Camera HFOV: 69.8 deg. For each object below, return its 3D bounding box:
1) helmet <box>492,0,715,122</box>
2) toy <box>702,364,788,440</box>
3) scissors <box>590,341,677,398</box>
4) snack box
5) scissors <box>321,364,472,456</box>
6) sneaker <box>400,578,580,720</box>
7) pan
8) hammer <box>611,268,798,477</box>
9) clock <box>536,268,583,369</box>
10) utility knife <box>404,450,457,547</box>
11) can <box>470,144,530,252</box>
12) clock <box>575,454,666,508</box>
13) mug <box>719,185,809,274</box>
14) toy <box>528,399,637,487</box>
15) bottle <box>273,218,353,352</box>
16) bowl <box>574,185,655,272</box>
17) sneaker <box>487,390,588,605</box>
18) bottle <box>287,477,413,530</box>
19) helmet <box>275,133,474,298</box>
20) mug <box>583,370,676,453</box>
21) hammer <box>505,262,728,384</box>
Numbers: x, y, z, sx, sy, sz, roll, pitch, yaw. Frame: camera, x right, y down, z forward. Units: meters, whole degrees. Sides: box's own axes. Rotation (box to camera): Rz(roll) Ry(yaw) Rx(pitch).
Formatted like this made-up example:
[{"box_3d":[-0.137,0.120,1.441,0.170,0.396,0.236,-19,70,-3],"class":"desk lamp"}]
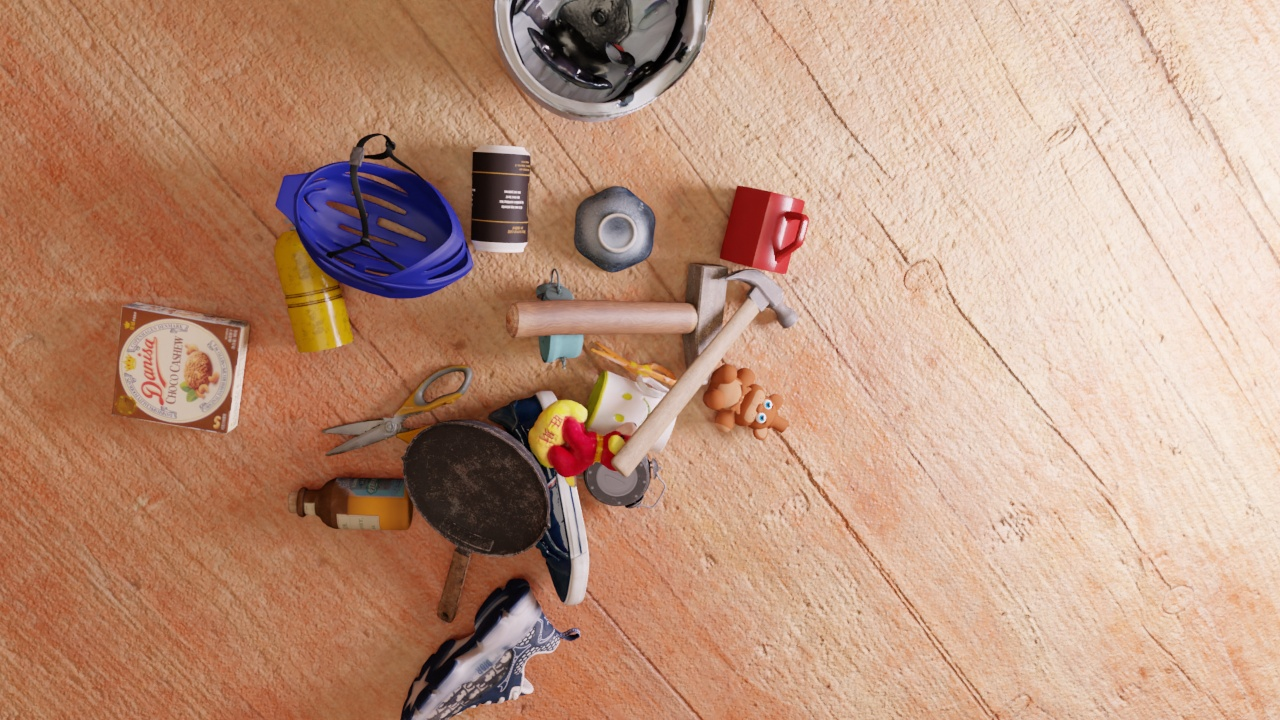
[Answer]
[{"box_3d":[-0.048,-0.407,1.075,0.236,0.164,0.264,38,89,-15],"class":"helmet"},{"box_3d":[0.145,0.061,1.237,0.127,0.065,0.094,29,79,-12],"class":"toy"},{"box_3d":[-0.014,0.013,1.208,0.133,0.083,0.012,22,119,-7],"class":"scissors"},{"box_3d":[-0.585,0.010,1.168,0.147,0.041,0.143,11,101,-8],"class":"snack box"},{"box_3d":[-0.312,0.072,1.209,0.225,0.016,0.166,1,78,8],"class":"scissors"},{"box_3d":[-0.211,0.436,1.268,0.269,0.103,0.132,-46,108,1],"class":"sneaker"},{"box_3d":[-0.223,0.219,1.198,0.208,0.040,0.358,24,124,7],"class":"pan"},{"box_3d":[0.073,0.014,1.168,0.330,0.031,0.119,-49,113,-17],"class":"hammer"},{"box_3d":[-0.106,-0.056,1.179,0.053,0.090,0.124,-2,106,-17],"class":"clock"},{"box_3d":[-0.280,0.189,1.249,0.022,0.015,0.158,-24,102,25],"class":"utility knife"},{"box_3d":[-0.175,-0.202,1.149,0.072,0.072,0.128,2,101,-6],"class":"can"},{"box_3d":[-0.026,0.153,1.248,0.123,0.043,0.091,27,104,-7],"class":"clock"},{"box_3d":[0.165,-0.163,1.167,0.080,0.116,0.096,6,102,-36],"class":"mug"},{"box_3d":[-0.073,0.108,1.151,0.137,0.067,0.105,14,95,-9],"class":"toy"},{"box_3d":[-0.413,-0.098,1.150,0.071,0.071,0.164,-11,102,-3],"class":"bottle"},{"box_3d":[-0.032,-0.166,1.179,0.110,0.055,0.110,-1,102,-5],"class":"bowl"},{"box_3d":[-0.147,0.193,1.217,0.127,0.121,0.294,-14,100,-16],"class":"sneaker"},{"box_3d":[-0.383,0.188,1.211,0.157,0.068,0.068,2,101,-6],"class":"bottle"},{"box_3d":[-0.293,-0.168,1.068,0.241,0.228,0.147,16,68,-22],"class":"helmet"},{"box_3d":[-0.014,0.069,1.214,0.106,0.082,0.082,21,99,-10],"class":"mug"},{"box_3d":[-0.027,-0.046,1.153,0.300,0.037,0.158,-1,103,-30],"class":"hammer"}]
